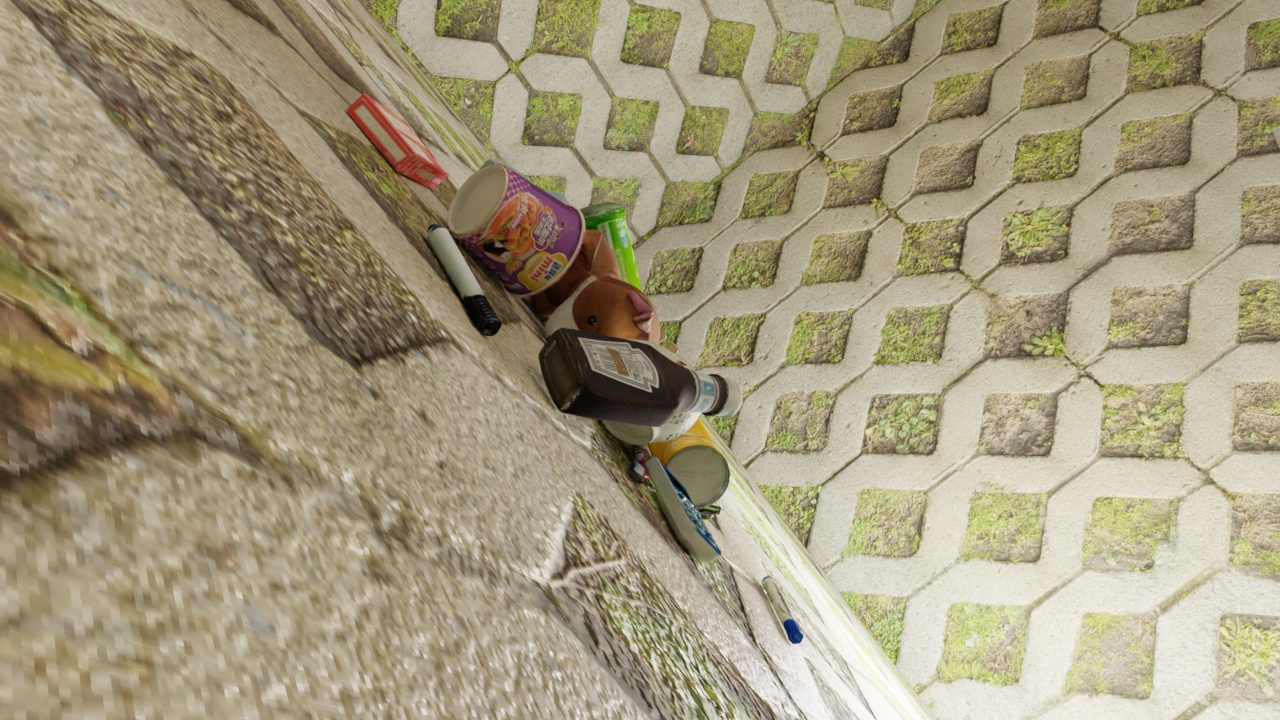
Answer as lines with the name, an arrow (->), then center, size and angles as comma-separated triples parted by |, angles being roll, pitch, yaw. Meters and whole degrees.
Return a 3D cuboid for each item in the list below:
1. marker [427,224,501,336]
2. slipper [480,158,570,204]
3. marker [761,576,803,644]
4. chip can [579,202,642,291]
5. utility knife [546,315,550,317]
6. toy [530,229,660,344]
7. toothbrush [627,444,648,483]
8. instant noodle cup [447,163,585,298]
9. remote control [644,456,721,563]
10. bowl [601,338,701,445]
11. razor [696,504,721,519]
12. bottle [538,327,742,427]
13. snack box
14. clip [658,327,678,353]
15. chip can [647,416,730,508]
marker -> -0.137, -0.065, 0.698 | 0.022, 0.018, 0.130 | 33, 16, -50
slipper -> -0.138, -0.180, 1.192 | 0.074, 0.104, 0.245 | 0, 36, -46
marker -> 0.156, 0.274, 1.019 | 0.017, 0.017, 0.145 | 51, 3, -10
chip can -> -0.031, -0.075, 1.088 | 0.072, 0.072, 0.221 | -117, -166, -75
utility knife -> -0.052, -0.028, 1.138 | 0.195, 0.020, 0.030 | 35, 49, -34
toy -> -0.051, -0.056, 0.955 | 0.199, 0.130, 0.140 | 47, -28, 33
toothbrush -> -0.004, 0.088, 0.883 | 0.017, 0.016, 0.187 | 41, 5, -6
instant noodle cup -> -0.127, -0.131, 0.897 | 0.099, 0.112, 0.111 | 35, 13, -44
remote control -> 0.036, 0.134, 0.828 | 0.049, 0.024, 0.125 | 50, 4, -27
bowl -> -0.001, 0.040, 0.870 | 0.113, 0.062, 0.114 | 18, -40, 16
razor -> 0.063, 0.157, 1.013 | 0.042, 0.022, 0.142 | 15, 1, 2
bottle -> 0.008, 0.020, 0.778 | 0.194, 0.044, 0.079 | 11, 42, -40
snack box -> -0.239, -0.216, 0.919 | 0.075, 0.025, 0.153 | 50, 3, -4
clip -> -0.003, 0.014, 1.031 | 0.034, 0.104, 0.081 | 52, -12, 43
chip can -> 0.043, 0.091, 1.015 | 0.072, 0.072, 0.213 | 50, 3, -17
